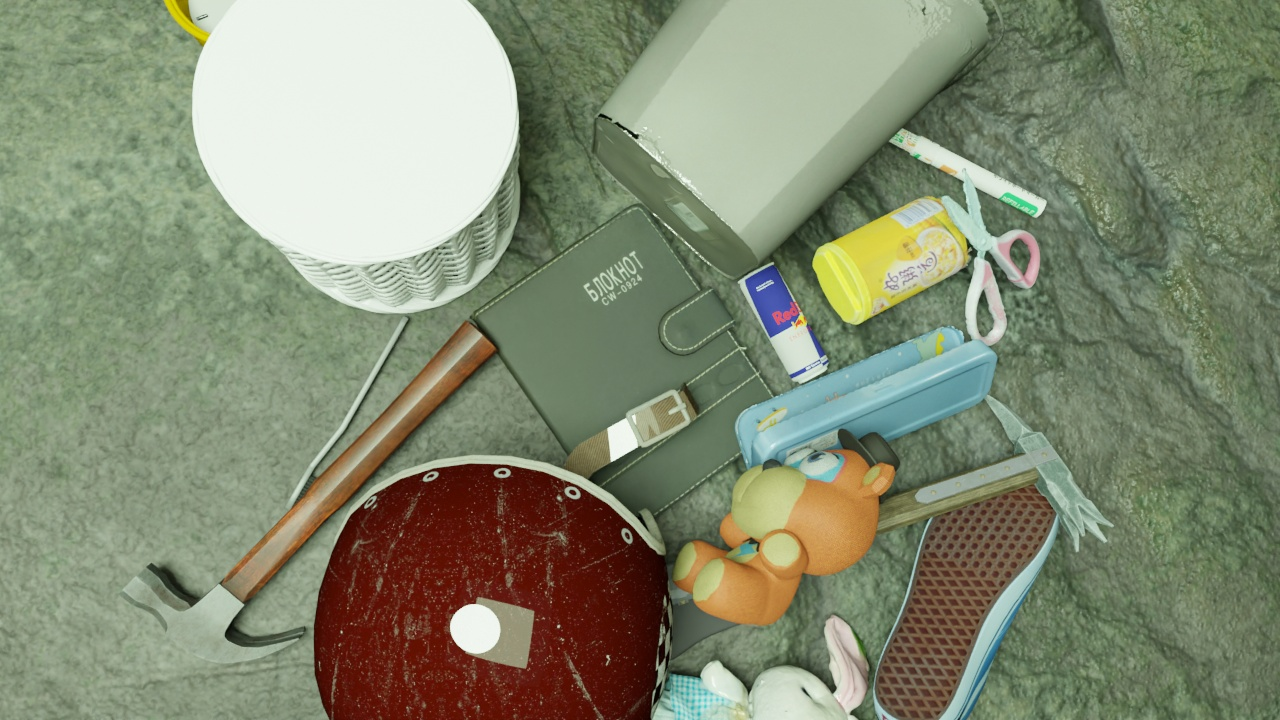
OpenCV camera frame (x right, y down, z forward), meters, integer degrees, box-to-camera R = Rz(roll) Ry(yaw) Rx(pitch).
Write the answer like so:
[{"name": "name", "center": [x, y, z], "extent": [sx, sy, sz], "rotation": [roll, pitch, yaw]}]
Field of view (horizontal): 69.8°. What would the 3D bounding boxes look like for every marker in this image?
[{"name": "marker", "center": [0.268, -0.158, 0.760], "extent": [0.145, 0.017, 0.017], "rotation": [26, 81, -3]}]

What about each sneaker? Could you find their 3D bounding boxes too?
[{"name": "sneaker", "center": [0.248, 0.189, 0.706], "extent": [0.083, 0.098, 0.240], "rotation": [22, 61, 33]}]

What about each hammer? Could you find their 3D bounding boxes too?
[{"name": "hammer", "center": [0.165, 0.119, 0.694], "extent": [0.317, 0.028, 0.147], "rotation": [-17, 49, -3]}, {"name": "hammer", "center": [-0.217, 0.089, 0.661], "extent": [0.111, 0.028, 0.300], "rotation": [44, 83, -10]}]

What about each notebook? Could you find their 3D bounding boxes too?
[{"name": "notebook", "center": [-0.004, 0.004, 0.708], "extent": [0.169, 0.029, 0.209], "rotation": [-35, 92, -7]}]

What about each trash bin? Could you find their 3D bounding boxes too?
[{"name": "trash bin", "center": [0.093, -0.194, 0.664], "extent": [0.197, 0.197, 0.220], "rotation": [41, 87, -2]}]

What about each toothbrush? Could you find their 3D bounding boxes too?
[{"name": "toothbrush", "center": [-0.217, 0.039, 0.686], "extent": [0.013, 0.013, 0.167], "rotation": [29, 81, -11]}]

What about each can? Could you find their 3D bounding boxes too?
[{"name": "can", "center": [0.195, -0.079, 0.718], "extent": [0.105, 0.068, 0.067], "rotation": [-27, 87, -9]}, {"name": "can", "center": [0.113, -0.029, 0.721], "extent": [0.032, 0.032, 0.095], "rotation": [-29, 88, -9]}]

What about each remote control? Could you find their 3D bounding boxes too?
[{"name": "remote control", "center": [0.051, 0.190, 0.702], "extent": [0.124, 0.009, 0.046], "rotation": [-23, 87, -8]}]

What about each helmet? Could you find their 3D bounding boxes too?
[{"name": "helmet", "center": [-0.078, 0.157, 0.591], "extent": [0.233, 0.253, 0.234], "rotation": [-4, 98, 7]}]

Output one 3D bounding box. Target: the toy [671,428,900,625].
[{"name": "toy", "center": [0.105, 0.114, 0.629], "extent": [0.176, 0.112, 0.096], "rotation": [-26, 94, -12]}]

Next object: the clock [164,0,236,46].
[{"name": "clock", "center": [-0.285, -0.274, 0.694], "extent": [0.152, 0.052, 0.113], "rotation": [35, 81, 3]}]

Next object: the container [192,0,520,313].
[{"name": "container", "center": [-0.175, -0.137, 0.618], "extent": [0.189, 0.187, 0.189], "rotation": [1, 85, -8]}]

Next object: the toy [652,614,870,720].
[{"name": "toy", "center": [0.080, 0.251, 0.653], "extent": [0.205, 0.106, 0.131], "rotation": [3, 81, -8]}]

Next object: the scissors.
[{"name": "scissors", "center": [0.256, -0.071, 0.699], "extent": [0.179, 0.016, 0.108], "rotation": [27, 89, -46]}]

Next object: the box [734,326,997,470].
[{"name": "box", "center": [0.171, 0.032, 0.713], "extent": [0.209, 0.069, 0.064], "rotation": [-21, 45, -12]}]
